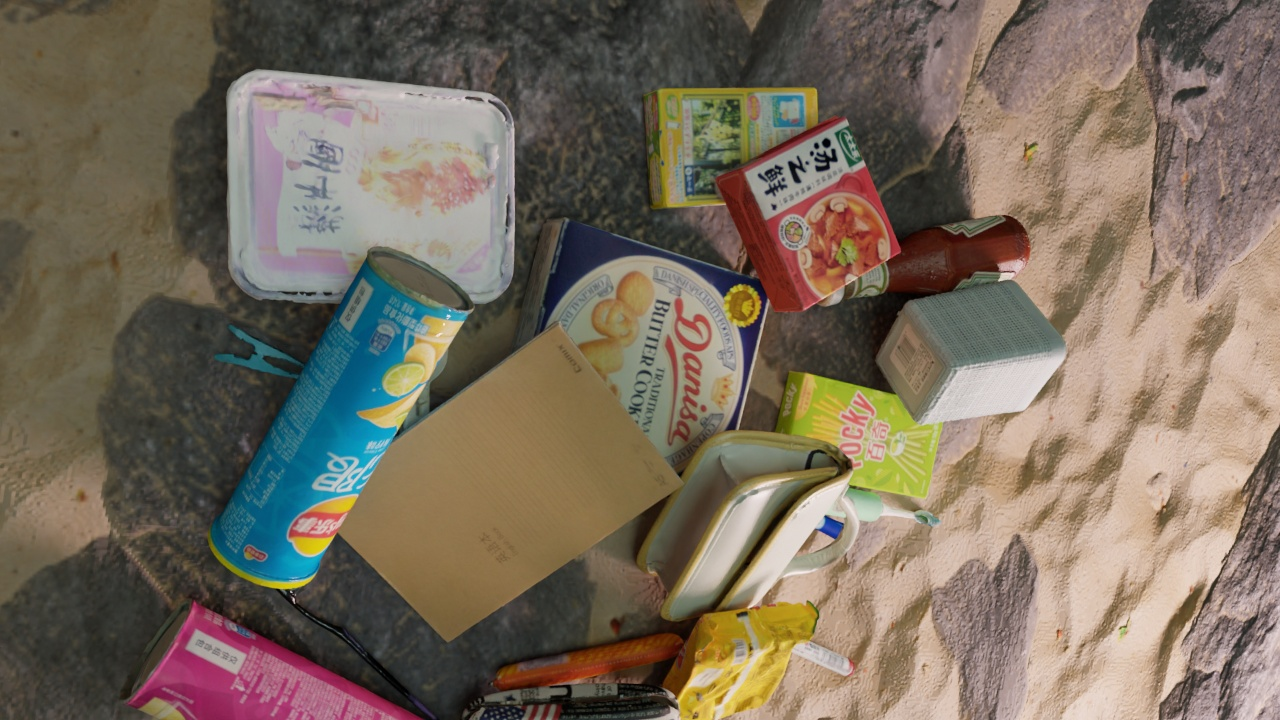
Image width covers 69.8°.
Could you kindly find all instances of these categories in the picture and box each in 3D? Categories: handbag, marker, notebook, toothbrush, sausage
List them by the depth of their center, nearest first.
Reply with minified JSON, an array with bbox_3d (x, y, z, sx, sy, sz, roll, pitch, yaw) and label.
[{"bbox_3d":[-0.096,0.090,0.633,0.211,0.012,0.149,-35,110,7],"label":"notebook"},{"bbox_3d":[-0.194,0.204,0.643,0.189,0.014,0.016,51,63,-20],"label":"toothbrush"},{"bbox_3d":[0.104,0.132,0.700,0.178,0.063,0.164,4,130,-27],"label":"handbag"},{"bbox_3d":[-0.037,0.233,0.710,0.165,0.021,0.021,-4,97,-23],"label":"sausage"},{"bbox_3d":[0.116,0.119,0.768,0.145,0.017,0.017,27,84,-24],"label":"marker"},{"bbox_3d":[0.176,0.122,0.782,0.224,0.027,0.026,15,97,-33],"label":"toothbrush"},{"bbox_3d":[0.129,0.242,0.787,0.145,0.017,0.017,29,84,-24],"label":"marker"}]

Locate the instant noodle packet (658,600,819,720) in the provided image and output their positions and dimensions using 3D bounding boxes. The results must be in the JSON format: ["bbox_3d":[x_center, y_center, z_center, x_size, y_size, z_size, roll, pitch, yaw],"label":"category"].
[{"bbox_3d":[0.070,0.236,0.716,0.110,0.044,0.129,-3,136,-27],"label":"instant noodle packet"}]

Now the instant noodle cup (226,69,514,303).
[{"bbox_3d":[-0.172,-0.106,0.592,0.173,0.060,0.138,-1,96,-22],"label":"instant noodle cup"}]

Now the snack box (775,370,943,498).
[{"bbox_3d":[0.188,0.065,0.788,0.156,0.026,0.086,13,90,-24],"label":"snack box"}]

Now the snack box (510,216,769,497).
[{"bbox_3d":[-0.004,0.004,0.686,0.182,0.046,0.178,13,91,-24],"label":"snack box"}]

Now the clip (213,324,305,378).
[{"bbox_3d":[-0.245,-0.002,0.596,0.057,0.015,0.049,22,84,-23],"label":"clip"}]

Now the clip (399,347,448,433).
[{"bbox_3d":[-0.149,0.007,0.612,0.035,0.094,0.102,0,85,-24],"label":"clip"}]

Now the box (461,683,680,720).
[{"bbox_3d":[-0.051,0.268,0.680,0.164,0.060,0.072,1,102,-9],"label":"box"}]

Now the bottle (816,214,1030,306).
[{"bbox_3d":[0.236,-0.081,0.776,0.205,0.060,0.060,-13,101,-22],"label":"bottle"}]

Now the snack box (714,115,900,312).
[{"bbox_3d":[0.136,-0.115,0.692,0.127,0.044,0.113,-31,102,-21],"label":"snack box"}]

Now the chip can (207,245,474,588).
[{"bbox_3d":[-0.183,0.037,0.561,0.071,0.071,0.210,28,103,-24],"label":"chip can"}]

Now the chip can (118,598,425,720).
[{"bbox_3d":[-0.222,0.236,0.603,0.210,0.071,0.071,38,80,-22],"label":"chip can"}]

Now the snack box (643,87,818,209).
[{"bbox_3d":[0.073,-0.164,0.709,0.140,0.034,0.087,-8,99,-25],"label":"snack box"}]

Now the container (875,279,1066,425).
[{"bbox_3d":[0.271,-0.004,0.770,0.111,0.090,0.090,-10,142,-20],"label":"container"}]
